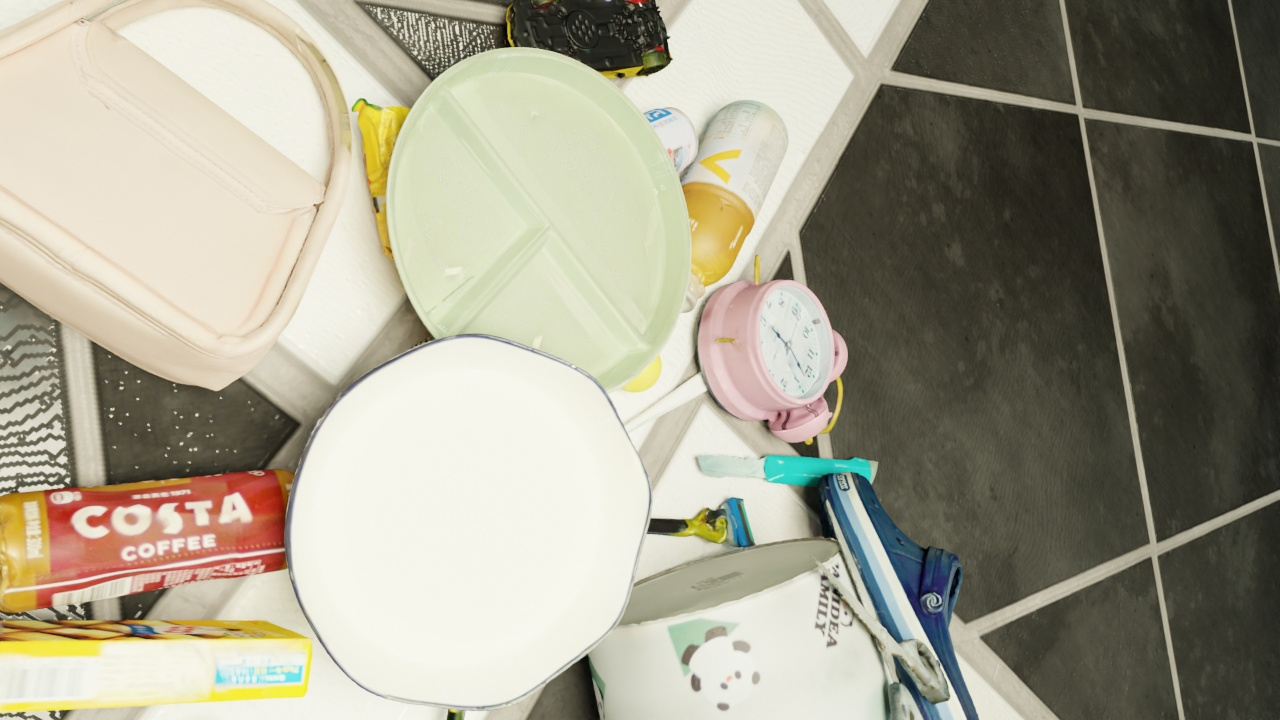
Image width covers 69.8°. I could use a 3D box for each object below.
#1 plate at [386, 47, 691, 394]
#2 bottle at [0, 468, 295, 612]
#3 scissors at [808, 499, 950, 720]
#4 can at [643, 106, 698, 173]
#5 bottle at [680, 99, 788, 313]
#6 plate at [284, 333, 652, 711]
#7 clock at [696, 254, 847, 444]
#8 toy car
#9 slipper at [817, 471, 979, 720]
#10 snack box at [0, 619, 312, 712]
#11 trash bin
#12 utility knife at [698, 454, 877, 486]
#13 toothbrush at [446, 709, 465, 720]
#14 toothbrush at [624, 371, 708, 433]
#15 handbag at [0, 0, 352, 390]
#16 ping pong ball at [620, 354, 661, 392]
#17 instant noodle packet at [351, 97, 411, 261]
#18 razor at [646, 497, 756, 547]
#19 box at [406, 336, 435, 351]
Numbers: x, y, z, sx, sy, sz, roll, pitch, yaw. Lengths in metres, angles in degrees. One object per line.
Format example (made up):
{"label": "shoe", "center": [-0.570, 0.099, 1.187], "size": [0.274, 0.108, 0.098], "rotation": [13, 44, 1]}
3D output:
{"label": "plate", "center": [-0.060, -0.086, 0.598], "size": [0.229, 0.028, 0.230], "rotation": [4, 84, -39]}
{"label": "bottle", "center": [-0.238, 0.090, 0.488], "size": [0.174, 0.058, 0.057], "rotation": [-2, 84, -37]}
{"label": "scissors", "center": [0.151, 0.172, 0.560], "size": [0.159, 0.014, 0.180], "rotation": [26, 45, -52]}
{"label": "can", "center": [-0.018, -0.148, 0.689], "size": [0.134, 0.053, 0.053], "rotation": [-32, 102, -35]}
{"label": "bottle", "center": [0.060, -0.123, 0.734], "size": [0.068, 0.068, 0.189], "rotation": [38, 63, -26]}
{"label": "plate", "center": [-0.094, 0.088, 0.518], "size": [0.204, 0.046, 0.205], "rotation": [2, 86, -28]}
{"label": "clock", "center": [0.118, 0.000, 0.757], "size": [0.158, 0.060, 0.117], "rotation": [45, 55, -30]}
{"label": "toy car", "center": [-0.038, -0.247, 0.697], "size": [0.155, 0.041, 0.071], "rotation": [-21, 95, -38]}
{"label": "slipper", "center": [0.206, 0.177, 0.702], "size": [0.095, 0.252, 0.105], "rotation": [-15, 132, 0]}
{"label": "snack box", "center": [-0.246, 0.148, 0.455], "size": [0.140, 0.087, 0.033], "rotation": [13, 75, -34]}
{"label": "trash bin", "center": [0.081, 0.265, 0.603], "size": [0.229, 0.230, 0.252], "rotation": [-14, 85, -37]}
{"label": "utility knife", "center": [0.132, 0.093, 0.787], "size": [0.221, 0.013, 0.029], "rotation": [9, 79, -38]}
{"label": "toothbrush", "center": [-0.110, 0.215, 0.564], "size": [0.017, 0.012, 0.185], "rotation": [34, 49, -40]}
{"label": "toothbrush", "center": [0.007, 0.041, 0.705], "size": [0.179, 0.016, 0.016], "rotation": [-29, 105, -38]}
{"label": "handbag", "center": [-0.250, -0.120, 0.508], "size": [0.193, 0.094, 0.233], "rotation": [39, 54, -25]}
{"label": "ping pong ball", "center": [-0.004, 0.004, 0.684], "size": [0.040, 0.040, 0.040], "rotation": [6, 79, -36]}
{"label": "instant noodle packet", "center": [-0.121, -0.116, 0.603], "size": [0.128, 0.044, 0.111], "rotation": [-16, 94, -45]}
{"label": "razor", "center": [0.024, 0.126, 0.698], "size": [0.142, 0.022, 0.042], "rotation": [7, 52, -33]}
{"label": "box", "center": [-0.101, 0.061, 0.582], "size": [0.087, 0.076, 0.162], "rotation": [-37, 103, -22]}
